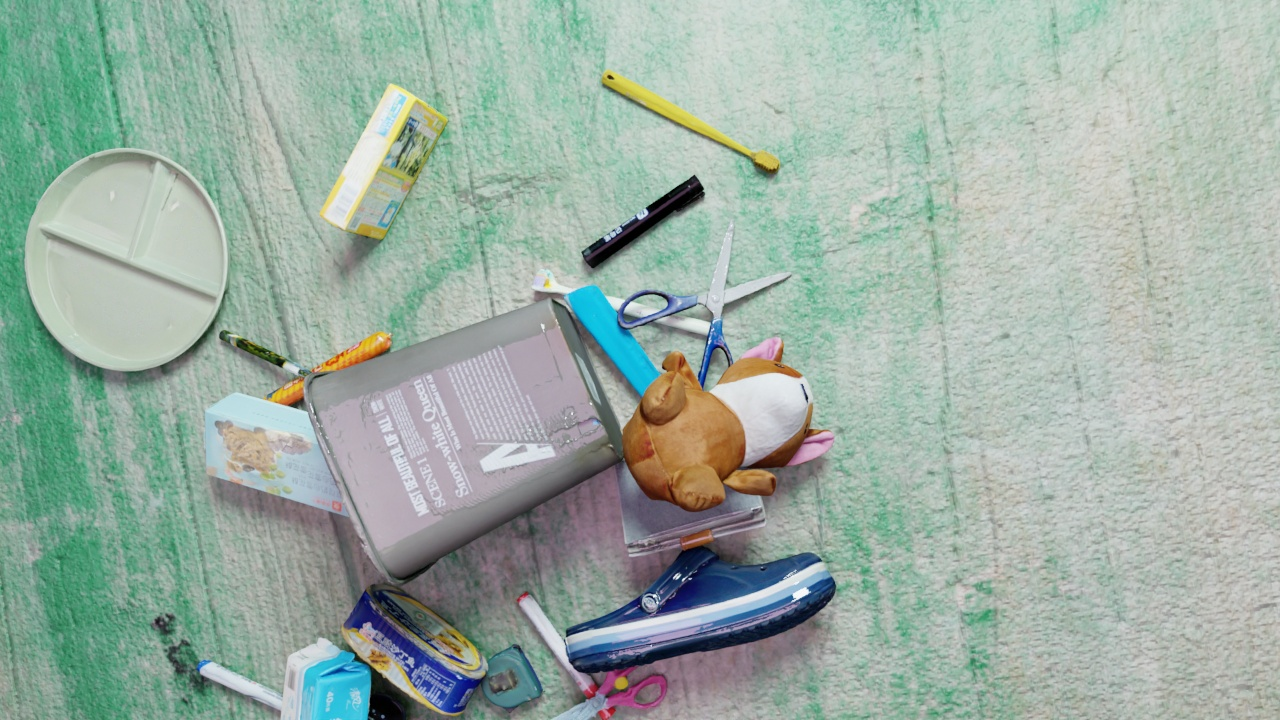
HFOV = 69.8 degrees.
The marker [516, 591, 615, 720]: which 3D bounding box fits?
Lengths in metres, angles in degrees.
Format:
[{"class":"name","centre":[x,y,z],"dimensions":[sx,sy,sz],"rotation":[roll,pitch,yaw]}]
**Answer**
[{"class":"marker","centre":[-0.074,0.289,0.900],"dimensions":[0.017,0.017,0.145],"rotation":[-37,86,8]}]

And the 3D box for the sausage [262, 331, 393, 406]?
[{"class":"sausage","centre":[-0.318,0.013,0.925],"dimensions":[0.165,0.021,0.021],"rotation":[-28,88,9]}]

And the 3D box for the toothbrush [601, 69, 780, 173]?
[{"class":"toothbrush","centre":[0.047,-0.225,0.861],"dimensions":[0.190,0.016,0.016],"rotation":[30,95,7]}]

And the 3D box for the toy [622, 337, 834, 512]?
[{"class":"toy","centre":[0.082,0.049,0.781],"dimensions":[0.131,0.199,0.140],"rotation":[-27,79,47]}]

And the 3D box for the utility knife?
[{"class":"utility knife","centre":[-0.005,0.005,0.869],"dimensions":[0.034,0.018,0.185],"rotation":[-35,96,15]}]

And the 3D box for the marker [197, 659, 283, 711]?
[{"class":"marker","centre":[-0.395,0.346,0.953],"dimensions":[0.146,0.017,0.017],"rotation":[21,95,8]}]

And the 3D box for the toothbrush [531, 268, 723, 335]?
[{"class":"toothbrush","centre":[-0.012,-0.052,0.876],"dimensions":[0.189,0.020,0.029],"rotation":[17,52,7]}]

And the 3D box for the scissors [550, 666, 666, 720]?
[{"class":"scissors","centre":[-0.034,0.336,0.881],"dimensions":[0.137,0.017,0.077],"rotation":[-41,94,-9]}]

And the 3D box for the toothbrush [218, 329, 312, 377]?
[{"class":"toothbrush","centre":[-0.352,0.004,0.915],"dimensions":[0.186,0.017,0.012],"rotation":[22,72,19]}]

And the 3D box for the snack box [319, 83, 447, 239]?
[{"class":"snack box","centre":[-0.242,-0.185,0.873],"dimensions":[0.034,0.087,0.140],"rotation":[33,97,6]}]

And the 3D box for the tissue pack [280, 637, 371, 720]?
[{"class":"tissue pack","centre":[-0.306,0.349,0.895],"dimensions":[0.090,0.063,0.140],"rotation":[-2,82,51]}]

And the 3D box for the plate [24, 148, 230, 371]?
[{"class":"plate","centre":[-0.528,-0.103,0.952],"dimensions":[0.230,0.027,0.230],"rotation":[0,92,10]}]

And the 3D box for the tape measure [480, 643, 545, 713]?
[{"class":"tape measure","centre":[-0.130,0.316,0.906],"dimensions":[0.054,0.025,0.058],"rotation":[-28,87,8]}]

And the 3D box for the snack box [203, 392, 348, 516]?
[{"class":"snack box","centre":[-0.341,0.093,0.908],"dimensions":[0.175,0.051,0.074],"rotation":[15,114,8]}]

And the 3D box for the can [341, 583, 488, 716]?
[{"class":"can","centre":[-0.219,0.280,0.894],"dimensions":[0.148,0.074,0.049],"rotation":[33,95,12]}]

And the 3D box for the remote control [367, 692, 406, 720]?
[{"class":"remote control","centre":[-0.275,0.398,0.932],"dimensions":[0.053,0.024,0.136],"rotation":[26,97,10]}]

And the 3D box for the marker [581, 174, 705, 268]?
[{"class":"marker","centre":[0.002,-0.131,0.871],"dimensions":[0.132,0.020,0.022],"rotation":[-33,116,8]}]

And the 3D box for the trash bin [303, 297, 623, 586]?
[{"class":"trash bin","centre":[-0.142,0.060,0.821],"dimensions":[0.220,0.198,0.199],"rotation":[-23,88,3]}]

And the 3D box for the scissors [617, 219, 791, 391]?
[{"class":"scissors","centre":[0.060,-0.047,0.853],"dimensions":[0.162,0.012,0.176],"rotation":[2,87,-2]}]

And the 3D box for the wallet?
[{"class":"wallet","centre":[0.045,0.125,0.847],"dimensions":[0.130,0.037,0.106],"rotation":[-17,51,9]}]

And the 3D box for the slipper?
[{"class":"slipper","centre":[0.050,0.220,0.843],"dimensions":[0.253,0.105,0.095],"rotation":[-18,68,6]}]
